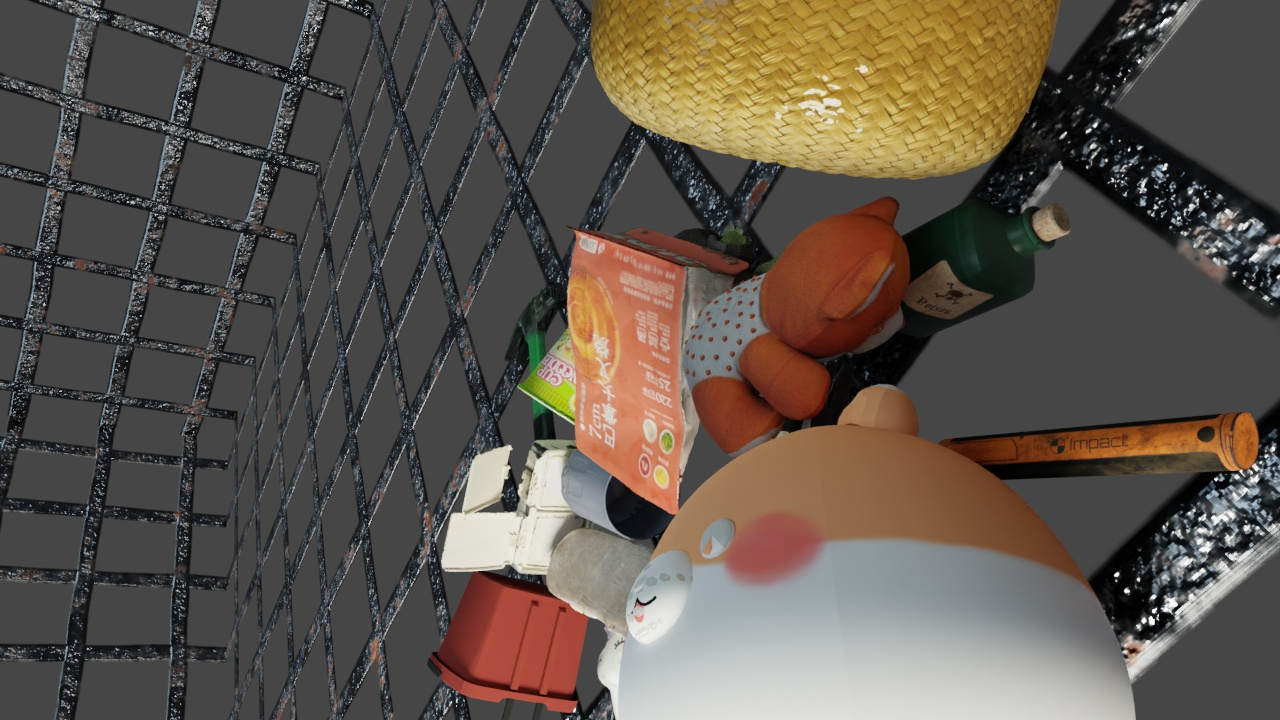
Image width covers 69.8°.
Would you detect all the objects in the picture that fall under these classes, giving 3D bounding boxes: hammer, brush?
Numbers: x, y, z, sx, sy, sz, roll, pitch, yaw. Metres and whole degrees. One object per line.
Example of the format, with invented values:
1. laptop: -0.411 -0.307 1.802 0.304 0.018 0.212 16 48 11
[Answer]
1. hammer: 0.219 0.050 0.593 0.315 0.035 0.137 -14 67 55
2. brush: -0.007 0.217 0.860 0.272 0.056 0.083 2 58 57
3. hammer: -0.121 0.067 1.137 0.131 0.032 0.318 -41 48 44

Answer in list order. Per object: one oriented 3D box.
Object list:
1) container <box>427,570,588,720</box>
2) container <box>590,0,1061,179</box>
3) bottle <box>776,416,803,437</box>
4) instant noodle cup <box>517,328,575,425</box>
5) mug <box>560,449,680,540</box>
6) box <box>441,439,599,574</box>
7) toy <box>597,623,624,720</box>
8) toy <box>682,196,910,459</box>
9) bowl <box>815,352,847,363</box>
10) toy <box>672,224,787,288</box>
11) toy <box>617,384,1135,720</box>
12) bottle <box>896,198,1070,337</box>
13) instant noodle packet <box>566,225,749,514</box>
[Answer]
1. container: -0.143 0.339 0.973 0.127 0.148 0.200 3 73 57
2. container: 0.115 -0.234 0.589 0.307 0.306 0.197 41 127 55
3. bottle: 0.111 0.133 0.727 0.045 0.045 0.184 -18 65 55
4. instant noodle cup: -0.064 0.010 0.993 0.108 0.099 0.099 -57 32 -3
5. mug: -0.023 0.106 0.907 0.104 0.083 0.124 4 96 61
6. box: -0.114 0.156 0.953 0.050 0.183 0.143 24 105 51
7. toy: -0.017 0.296 0.888 0.079 0.038 0.122 -62 32 38
8. toy: 0.109 -0.028 0.609 0.173 0.093 0.163 -40 17 35
9. bowl: 0.146 -0.036 0.709 0.106 0.039 0.106 -34 27 20
10. toy: 0.066 -0.051 0.828 0.152 0.078 0.180 54 126 41
11. toy: 0.114 0.160 0.510 0.264 0.265 0.280 -47 33 44
12. bottle: 0.218 -0.066 0.604 0.132 0.061 0.061 -29 54 51
13. instant noodle packet: -0.005 0.005 0.795 0.164 0.083 0.221 26 113 49
